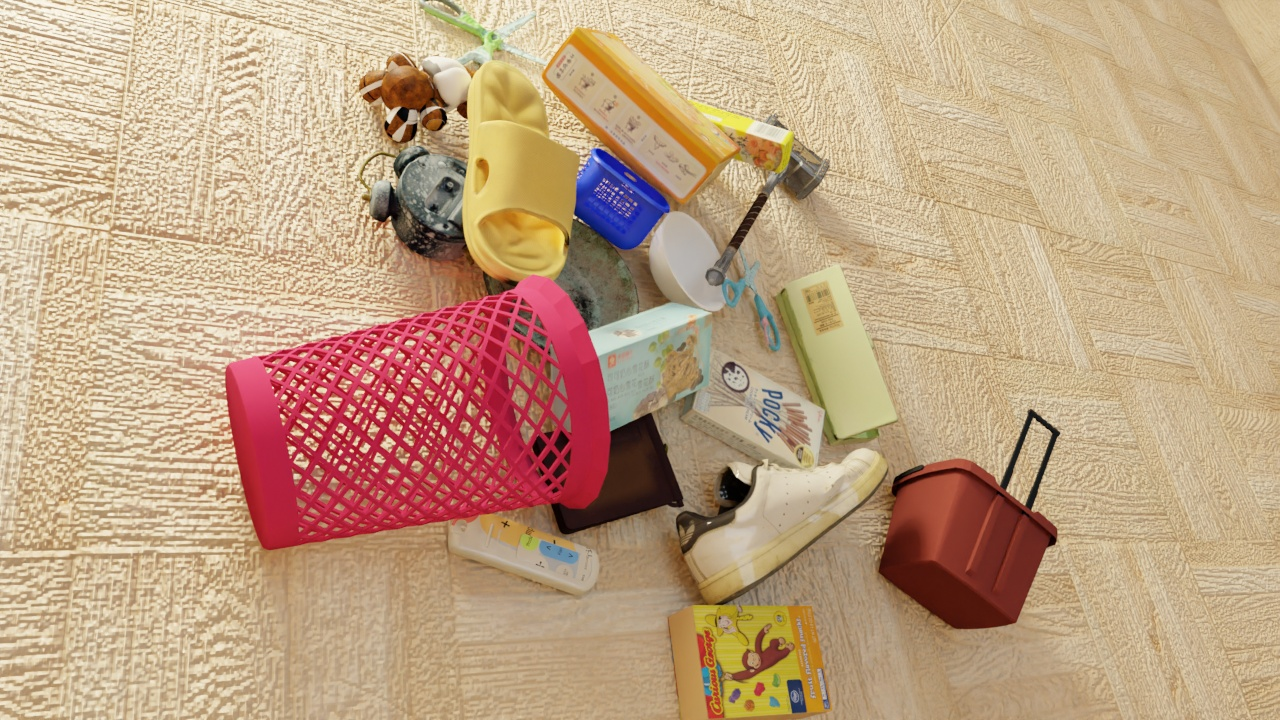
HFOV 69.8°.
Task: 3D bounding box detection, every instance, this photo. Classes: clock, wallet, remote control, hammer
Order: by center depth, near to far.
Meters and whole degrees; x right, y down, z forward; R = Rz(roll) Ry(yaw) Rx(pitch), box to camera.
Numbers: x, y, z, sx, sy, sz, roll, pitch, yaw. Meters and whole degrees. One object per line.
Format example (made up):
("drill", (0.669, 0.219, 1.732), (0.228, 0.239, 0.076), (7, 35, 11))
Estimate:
("remote control", (-0.092, 0.153, 0.733), (0.125, 0.018, 0.038), (24, 53, -17))
("wallet", (-0.026, 0.095, 0.788), (0.115, 0.018, 0.091), (-12, 70, -26))
("clock", (-0.190, -0.144, 0.822), (0.129, 0.052, 0.090), (34, 50, -12))
("hammer", (0.130, -0.171, 1.030), (0.098, 0.044, 0.320), (40, 44, -7))

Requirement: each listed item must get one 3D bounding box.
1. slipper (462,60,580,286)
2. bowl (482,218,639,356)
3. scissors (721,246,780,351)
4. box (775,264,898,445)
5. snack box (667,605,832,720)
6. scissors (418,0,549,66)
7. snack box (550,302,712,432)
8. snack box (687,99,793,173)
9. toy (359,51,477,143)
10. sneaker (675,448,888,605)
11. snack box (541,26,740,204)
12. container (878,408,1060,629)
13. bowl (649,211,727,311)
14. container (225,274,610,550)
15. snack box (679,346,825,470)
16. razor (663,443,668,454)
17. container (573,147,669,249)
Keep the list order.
("slipper", (-0.101, -0.180, 0.823), (0.099, 0.079, 0.263), (21, 46, -40))
("bowl", (-0.079, -0.063, 0.855), (0.157, 0.039, 0.157), (16, 56, -25))
("scissors", (0.113, -0.075, 0.986), (0.125, 0.015, 0.136), (11, 53, -53))
("box", (0.207, -0.002, 0.998), (0.077, 0.089, 0.187), (-11, 71, -16))
("snack box", (0.092, 0.256, 0.775), (0.125, 0.040, 0.088), (9, 59, -29))
("scissors", (-0.160, -0.340, 0.987), (0.171, 0.023, 0.168), (19, 49, -20))
("snack box", (-0.005, 0.005, 0.817), (0.174, 0.053, 0.075), (-22, 120, -48))
("snack box", (0.098, -0.256, 1.039), (0.148, 0.040, 0.028), (22, 49, 16))
("toy", (-0.201, -0.258, 0.881), (0.112, 0.068, 0.087), (-25, 78, -49))
("sneaker", (0.125, 0.129, 0.848), (0.240, 0.089, 0.102), (-27, 74, -35))
("snack box", (0.001, -0.253, 0.968), (0.195, 0.081, 0.144), (42, 21, -2))
("container", (0.342, 0.155, 0.939), (0.148, 0.127, 0.200), (37, 60, -10))
("bowl", (0.041, -0.094, 0.942), (0.110, 0.041, 0.109), (32, 46, -40))
("container", (-0.165, 0.045, 0.660), (0.225, 0.184, 0.183), (-12, 70, -29))
("snack box", (0.115, 0.054, 0.919), (0.150, 0.026, 0.081), (28, 52, -16))
("razor", (-0.026, 0.080, 0.817), (0.106, 0.026, 0.042), (23, 55, -15))
("container", (-0.025, -0.157, 0.906), (0.096, 0.058, 0.114), (36, 14, -10))
